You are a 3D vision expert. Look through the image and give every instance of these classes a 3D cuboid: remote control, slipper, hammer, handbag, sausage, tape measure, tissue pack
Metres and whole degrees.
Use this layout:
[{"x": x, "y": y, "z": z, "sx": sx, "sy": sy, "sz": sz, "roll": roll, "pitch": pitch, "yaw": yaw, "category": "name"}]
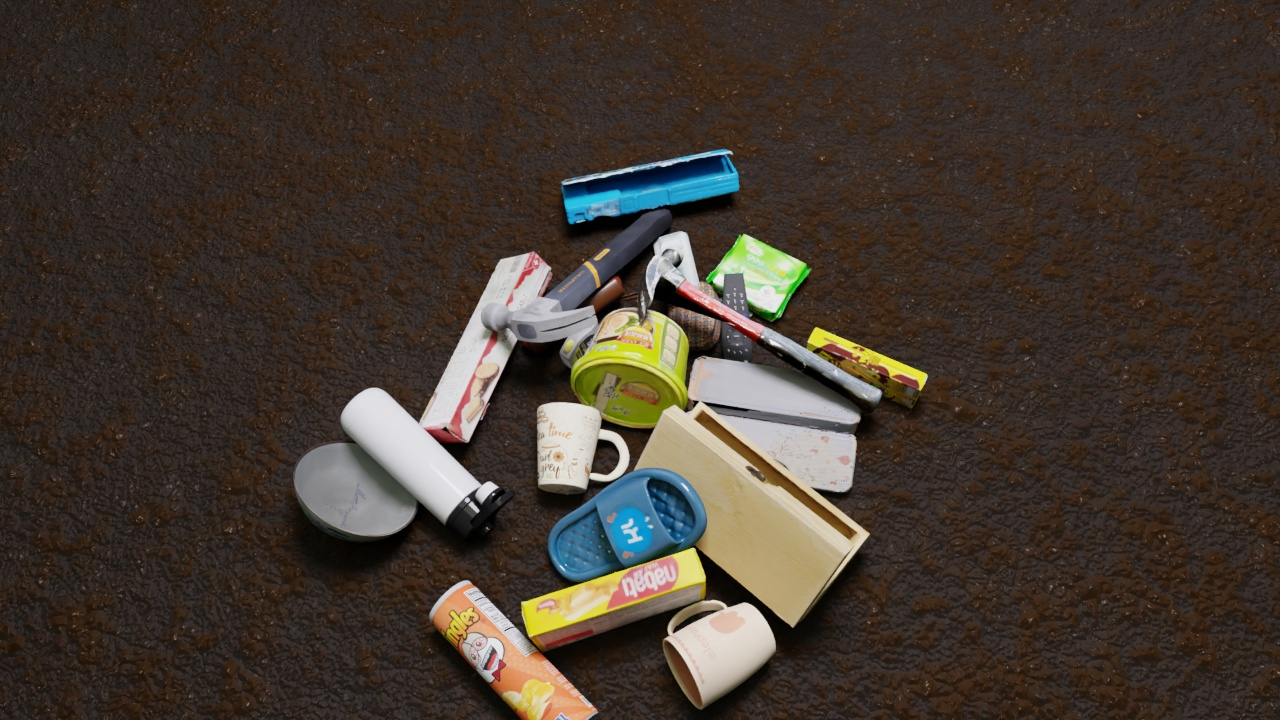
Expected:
[{"x": 0.125, "y": -0.052, "z": 1.200, "sx": 0.039, "sy": 0.010, "sz": 0.124, "roll": -3, "pitch": 84, "yaw": 4, "category": "remote control"}, {"x": -0.024, "y": 0.188, "z": 1.035, "sx": 0.214, "sy": 0.059, "sz": 0.103, "roll": -27, "pitch": 82, "yaw": 27, "category": "slipper"}, {"x": 0.142, "y": -0.027, "z": 1.115, "sx": 0.326, "sy": 0.036, "sz": 0.140, "roll": 31, "pitch": 39, "yaw": 6, "category": "hammer"}, {"x": 0.010, "y": -0.052, "z": 1.227, "sx": 0.196, "sy": 0.043, "sz": 0.093, "roll": -3, "pitch": 66, "yaw": 13, "category": "handbag"}, {"x": -0.059, "y": -0.122, "z": 1.206, "sx": 0.139, "sy": 0.035, "sz": 0.311, "roll": 12, "pitch": 41, "yaw": 33, "category": "hammer"}, {"x": -0.090, "y": -0.063, "z": 1.219, "sx": 0.155, "sy": 0.040, "sz": 0.040, "roll": -35, "pitch": 65, "yaw": -4, "category": "sausage"}, {"x": -0.076, "y": -0.021, "z": 1.194, "sx": 0.017, "sy": 0.064, "sz": 0.065, "roll": 35, "pitch": 75, "yaw": 20, "category": "tape measure"}, {"x": 0.158, "y": -0.111, "z": 1.239, "sx": 0.114, "sy": 0.034, "sz": 0.099, "roll": 29, "pitch": 67, "yaw": 16, "category": "tissue pack"}, {"x": 0.047, "y": -0.132, "z": 1.236, "sx": 0.050, "sy": 0.022, "sz": 0.133, "roll": -16, "pitch": 40, "yaw": 7, "category": "remote control"}]

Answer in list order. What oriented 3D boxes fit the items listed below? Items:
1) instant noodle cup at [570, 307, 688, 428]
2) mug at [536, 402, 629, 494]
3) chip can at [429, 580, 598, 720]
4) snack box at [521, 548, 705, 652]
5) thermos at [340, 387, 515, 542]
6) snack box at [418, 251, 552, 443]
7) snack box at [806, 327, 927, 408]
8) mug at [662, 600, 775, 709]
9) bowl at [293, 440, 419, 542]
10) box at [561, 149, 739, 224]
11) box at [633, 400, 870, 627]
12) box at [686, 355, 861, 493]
[{"x": -0.007, "y": 0.007, "z": 1.134, "sx": 0.146, "sy": 0.146, "sz": 0.097, "roll": 9, "pitch": 54, "yaw": 9, "category": "instant noodle cup"}, {"x": -0.072, "y": 0.114, "z": 1.130, "sx": 0.122, "sy": 0.081, "sz": 0.097, "roll": 12, "pitch": 69, "yaw": -19, "category": "mug"}, {"x": -0.142, "y": 0.337, "z": 1.015, "sx": 0.210, "sy": 0.062, "sz": 0.062, "roll": 39, "pitch": 72, "yaw": 21, "category": "chip can"}, {"x": -0.027, "y": 0.269, "z": 1.024, "sx": 0.200, "sy": 0.092, "sz": 0.042, "roll": -17, "pitch": 63, "yaw": -4, "category": "snack box"}, {"x": -0.257, "y": 0.118, "z": 1.105, "sx": 0.230, "sy": 0.101, "sz": 0.068, "roll": 41, "pitch": 37, "yaw": 12, "category": "thermos"}, {"x": -0.201, "y": -0.018, "z": 1.199, "sx": 0.077, "sy": 0.044, "sz": 0.272, "roll": -6, "pitch": 53, "yaw": 45, "category": "snack box"}, {"x": 0.280, "y": 0.010, "z": 1.150, "sx": 0.149, "sy": 0.061, "sz": 0.025, "roll": 25, "pitch": 68, "yaw": 16, "category": "snack box"}, {"x": 0.081, "y": 0.309, "z": 1.009, "sx": 0.104, "sy": 0.085, "sz": 0.111, "roll": -24, "pitch": 34, "yaw": -18, "category": "mug"}, {"x": -0.348, "y": 0.169, "z": 1.105, "sx": 0.150, "sy": 0.057, "sz": 0.150, "roll": 23, "pitch": 32, "yaw": -16, "category": "bowl"}, {"x": 0.009, "y": -0.258, "z": 1.293, "sx": 0.243, "sy": 0.066, "sz": 0.090, "roll": -12, "pitch": 35, "yaw": -2, "category": "box"}, {"x": 0.116, "y": 0.169, "z": 1.037, "sx": 0.249, "sy": 0.148, "sz": 0.141, "roll": 38, "pitch": 100, "yaw": 21, "category": "box"}, {"x": 0.160, "y": 0.078, "z": 1.139, "sx": 0.216, "sy": 0.063, "sz": 0.157, "roll": 9, "pitch": 75, "yaw": 9, "category": "box"}]
